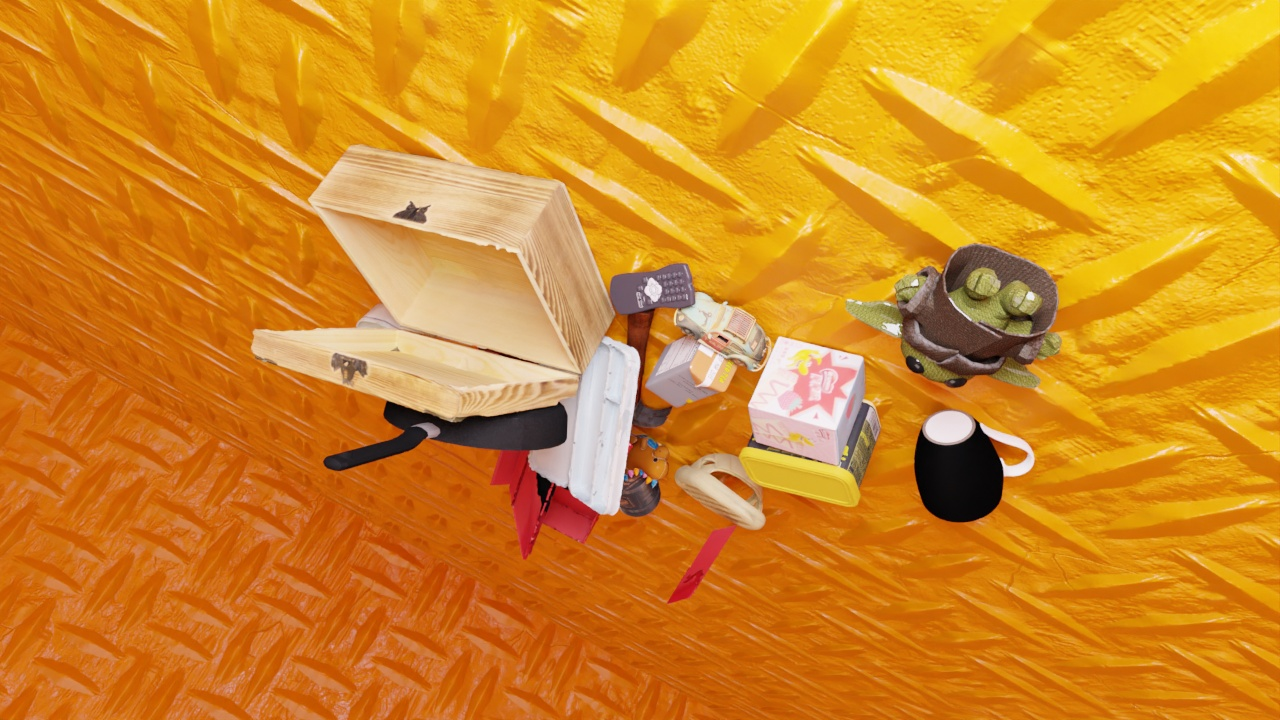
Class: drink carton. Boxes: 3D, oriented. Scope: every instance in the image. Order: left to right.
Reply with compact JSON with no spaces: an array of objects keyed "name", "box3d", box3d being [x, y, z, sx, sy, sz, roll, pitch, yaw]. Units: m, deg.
[{"name":"drink carton","box3d":[0.061,0.006,1.028,0.048,0.076,0.125,34,158,-13]}]

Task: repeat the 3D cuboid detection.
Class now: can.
[{"name":"can","box3d":[0.192,0.092,1.026,0.131,0.100,0.072,10,149,31]}]

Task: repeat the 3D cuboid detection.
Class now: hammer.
[{"name":"hammer","box3d":[-0.007,0.007,1.143,0.111,0.028,0.301,24,154,9]}]

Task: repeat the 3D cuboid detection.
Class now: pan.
[{"name":"pan","box3d":[-0.205,0.061,0.955,0.204,0.044,0.355,13,-172,18]}]

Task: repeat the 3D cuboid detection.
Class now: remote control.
[{"name":"remote control","box3d":[0.009,-0.074,0.971,0.125,0.009,0.046,-4,100,47]}]

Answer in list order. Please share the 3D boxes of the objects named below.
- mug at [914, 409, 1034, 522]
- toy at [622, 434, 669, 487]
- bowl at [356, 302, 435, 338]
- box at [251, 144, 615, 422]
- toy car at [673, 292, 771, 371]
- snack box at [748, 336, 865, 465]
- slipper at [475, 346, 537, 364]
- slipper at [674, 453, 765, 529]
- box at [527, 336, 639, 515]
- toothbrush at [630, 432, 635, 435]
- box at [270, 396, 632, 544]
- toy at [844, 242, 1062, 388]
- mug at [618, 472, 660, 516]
[{"name":"mug","box3d":[0.340,0.099,0.941,0.119,0.084,0.100,-15,126,13]},{"name":"toy","box3d":[0.001,0.158,1.326,0.070,0.103,0.090,24,-171,-35]},{"name":"bowl","box3d":[-0.344,-0.044,1.329,0.117,0.061,0.118,22,153,12]},{"name":"box","box3d":[-0.218,-0.037,1.008,0.279,0.263,0.270,13,153,23]},{"name":"toy car","box3d":[0.092,-0.034,0.952,0.112,0.047,0.047,29,155,-7]},{"name":"snack box","box3d":[0.175,0.041,0.959,0.095,0.092,0.079,16,152,23]},{"name":"slipper","box3d":[-0.186,0.010,1.282,0.103,0.059,0.249,30,169,-2]},{"name":"slipper","box3d":[0.113,0.167,1.274,0.111,0.079,0.262,36,171,-7]},{"name":"box","box3d":[-0.072,0.066,1.126,0.037,0.209,0.190,-1,-167,-38]},{"name":"toothbrush","box3d":[-0.053,0.084,1.342,0.184,0.015,0.015,36,147,-20]},{"name":"box","box3d":[-0.259,0.140,1.289,0.467,0.137,0.215,14,136,-10]},{"name":"toy","box3d":[0.269,-0.030,0.756,0.179,0.078,0.153,23,155,3]},{"name":"mug","box3d":[-0.024,0.176,1.430,0.116,0.080,0.107,46,167,31]}]
